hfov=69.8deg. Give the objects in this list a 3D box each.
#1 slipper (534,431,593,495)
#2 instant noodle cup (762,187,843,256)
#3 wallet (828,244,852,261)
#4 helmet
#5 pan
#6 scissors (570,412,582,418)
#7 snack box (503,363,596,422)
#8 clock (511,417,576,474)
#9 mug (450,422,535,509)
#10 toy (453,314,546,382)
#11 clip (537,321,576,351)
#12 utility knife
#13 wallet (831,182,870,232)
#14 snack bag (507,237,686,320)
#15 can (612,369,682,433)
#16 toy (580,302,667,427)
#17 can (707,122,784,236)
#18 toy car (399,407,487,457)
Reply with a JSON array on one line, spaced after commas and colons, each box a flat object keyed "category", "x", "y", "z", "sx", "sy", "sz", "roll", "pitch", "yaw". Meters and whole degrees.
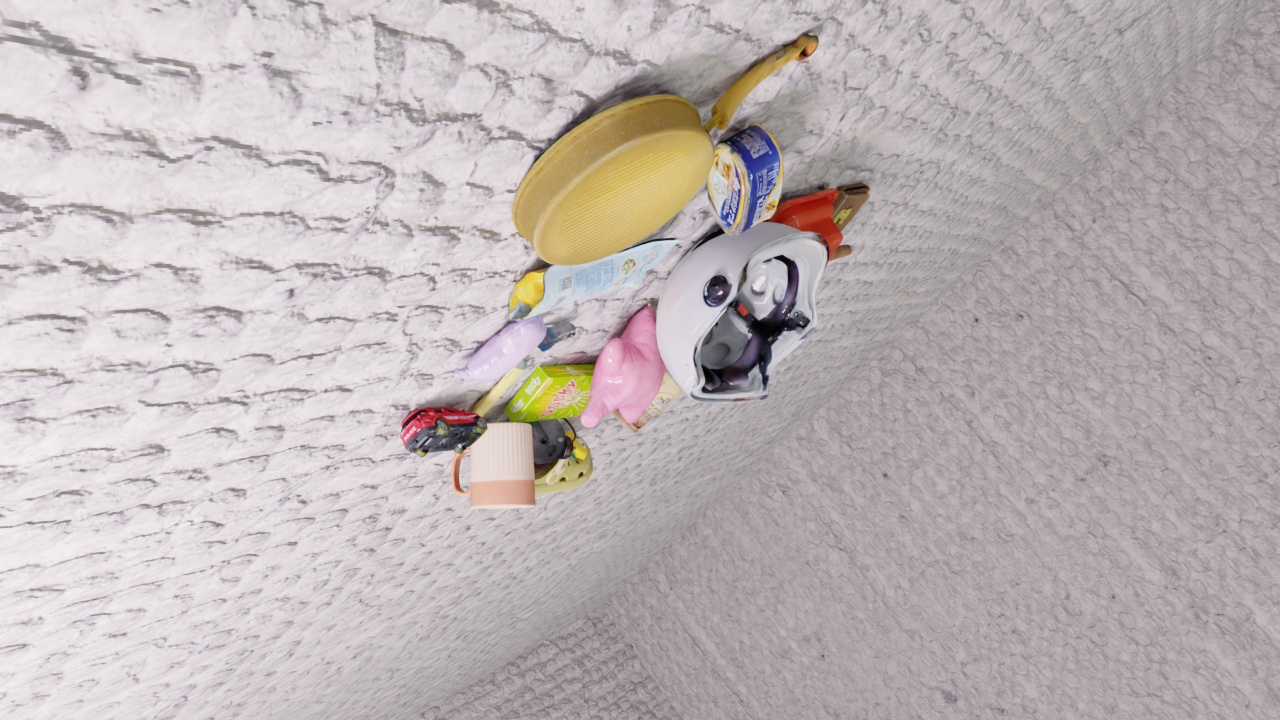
[{"category": "slipper", "x": -0.133, "y": 0.150, "z": 1.386, "sx": 0.190, "sy": 0.091, "sz": 0.082, "roll": -10, "pitch": 146, "yaw": -52}, {"category": "instant noodle cup", "x": 0.209, "y": -0.154, "z": 1.315, "sx": 0.164, "sy": 0.079, "sz": 0.189, "roll": -23, "pitch": 158, "yaw": -44}, {"category": "wallet", "x": 0.261, "y": -0.154, "z": 1.452, "sx": 0.101, "sy": 0.020, "sz": 0.116, "roll": -14, "pitch": 176, "yaw": -43}, {"category": "helmet", "x": 0.116, "y": -0.076, "z": 1.191, "sx": 0.228, "sy": 0.146, "sz": 0.259, "roll": 5, "pitch": 115, "yaw": -51}, {"category": "pan", "x": 0.038, "y": -0.210, "z": 0.864, "sx": 0.357, "sy": 0.078, "sz": 0.198, "roll": -28, "pitch": 164, "yaw": -13}, {"category": "scissors", "x": -0.084, "y": 0.052, "z": 1.355, "sx": 0.133, "sy": 0.017, "sz": 0.131, "roll": -14, "pitch": 150, "yaw": -46}, {"category": "snack box", "x": -0.109, "y": 0.043, "z": 1.240, "sx": 0.086, "sy": 0.026, "sz": 0.156, "roll": -51, "pitch": 158, "yaw": 20}, {"category": "clock", "x": -0.140, "y": 0.111, "z": 1.276, "sx": 0.121, "sy": 0.082, "sz": 0.055, "roll": -24, "pitch": 163, "yaw": -37}, {"category": "mug", "x": -0.192, "y": 0.138, "z": 1.184, "sx": 0.115, "sy": 0.105, "sz": 0.081, "roll": -6, "pitch": 169, "yaw": 21}, {"category": "toy", "x": -0.146, "y": -0.011, "z": 1.013, "sx": 0.108, "sy": 0.039, "sz": 0.083, "roll": -41, "pitch": 164, "yaw": 11}, {"category": "clip", "x": -0.098, "y": -0.032, "z": 1.087, "sx": 0.058, "sy": 0.027, "sz": 0.045, "roll": -21, "pitch": 149, "yaw": -46}, {"category": "utility knife", "x": -0.198, "y": 0.063, "z": 1.135, "sx": 0.188, "sy": 0.020, "sz": 0.031, "roll": -50, "pitch": 157, "yaw": 16}, {"category": "wallet", "x": 0.298, "y": -0.220, "z": 1.412, "sx": 0.090, "sy": 0.033, "sz": 0.116, "roll": -18, "pitch": 150, "yaw": -48}, {"category": "snack bag", "x": -0.046, "y": -0.090, "z": 0.984, "sx": 0.190, "sy": 0.039, "sz": 0.111, "roll": -20, "pitch": 160, "yaw": -37}, {"category": "can", "x": 0.013, "y": 0.063, "z": 1.510, "sx": 0.116, "sy": 0.058, "sz": 0.058, "roll": -41, "pitch": 163, "yaw": 9}, {"category": "toy", "x": -0.007, "y": 0.007, "z": 1.254, "sx": 0.194, "sy": 0.075, "sz": 0.179, "roll": -1, "pitch": 113, "yaw": -62}, {"category": "can", "x": 0.114, "y": -0.196, "z": 1.010, "sx": 0.049, "sy": 0.074, "sz": 0.148, "roll": -31, "pitch": 162, "yaw": -12}, {"category": "toy car", "x": -0.228, "y": 0.080, "z": 1.069, "sx": 0.053, "sy": 0.045, "sz": 0.120, "roll": -42, "pitch": 158, "yaw": 18}]
